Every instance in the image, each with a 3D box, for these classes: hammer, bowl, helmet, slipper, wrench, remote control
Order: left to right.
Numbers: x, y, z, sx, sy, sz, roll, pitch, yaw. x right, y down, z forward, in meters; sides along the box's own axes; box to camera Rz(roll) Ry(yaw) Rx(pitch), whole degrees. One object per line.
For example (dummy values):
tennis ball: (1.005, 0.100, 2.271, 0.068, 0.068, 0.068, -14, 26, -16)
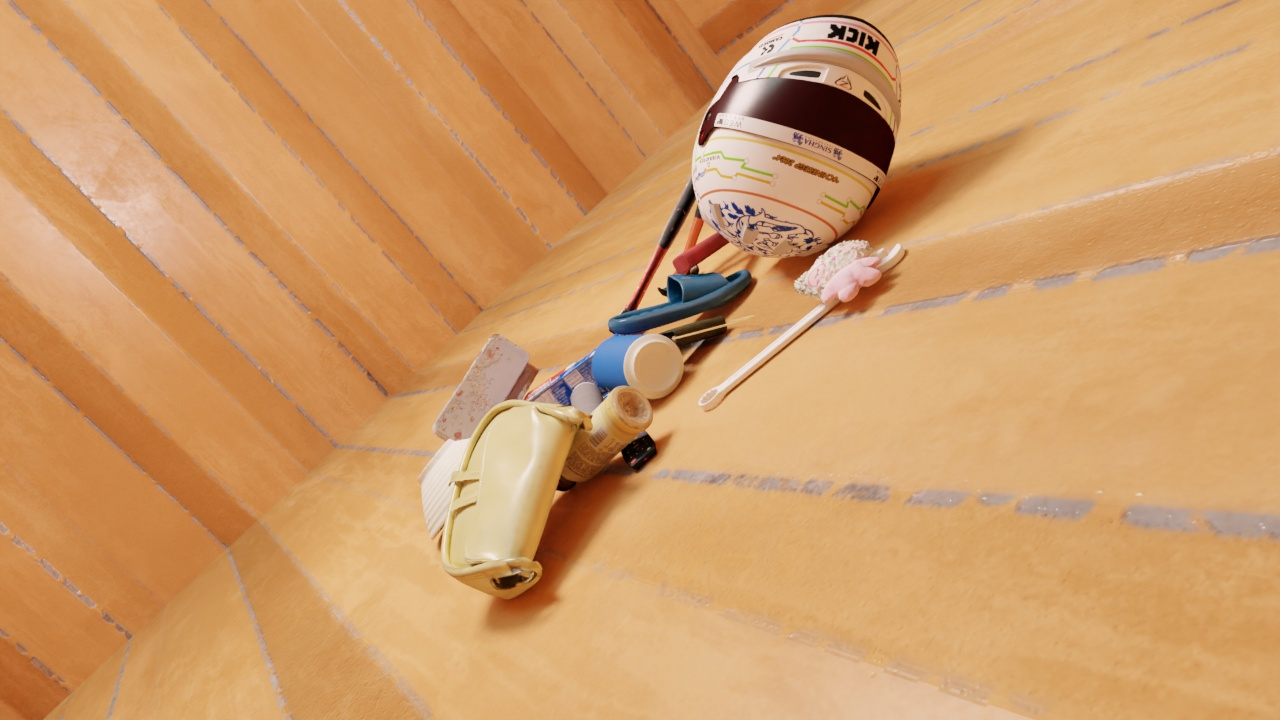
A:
bowl: (-0.263, 0.160, 1.286, 0.177, 0.071, 0.177, -53, 2, 3)
remote control: (-0.006, 0.095, 1.046, 0.039, 0.010, 0.124, -41, 15, -1)
hammer: (0.035, -0.175, 1.423, 0.327, 0.036, 0.140, -62, 1, 18)
slipper: (0.054, -0.087, 1.246, 0.213, 0.059, 0.104, -21, 12, -14)
hammer: (0.091, -0.227, 1.353, 0.132, 0.033, 0.334, -52, -16, -48)
hammer: (0.137, -0.192, 1.354, 0.126, 0.036, 0.314, -25, 8, 39)
helmet: (0.182, -0.246, 1.129, 0.315, 0.231, 0.235, 146, 143, -77)
wrench: (0.171, -0.035, 0.988, 0.273, 0.009, 0.047, -39, 15, 5)

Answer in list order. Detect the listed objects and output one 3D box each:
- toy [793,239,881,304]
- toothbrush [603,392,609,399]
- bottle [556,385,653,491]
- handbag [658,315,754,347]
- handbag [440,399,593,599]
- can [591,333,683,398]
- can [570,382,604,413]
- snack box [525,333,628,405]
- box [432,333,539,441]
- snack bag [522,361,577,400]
toy: (0.211, -0.093, 0.963, 0.096, 0.041, 0.109, -38, 21, 5)
toothbrush: (-0.071, 0.062, 1.267, 0.132, 0.016, 0.021, -23, 12, 11)
bottle: (-0.052, 0.094, 1.043, 0.163, 0.056, 0.056, -45, 9, 38)
handbag: (0.087, -0.038, 1.111, 0.084, 0.027, 0.178, -17, 2, -21)
handbag: (-0.138, 0.141, 0.978, 0.191, 0.088, 0.232, -32, 34, 49)
can: (-0.007, 0.007, 1.170, 0.078, 0.079, 0.146, -45, 15, -15)
can: (-0.065, 0.068, 1.176, 0.044, 0.044, 0.106, -38, 25, 9)
snack box: (-0.098, 0.042, 1.320, 0.227, 0.059, 0.059, -36, 10, 20)
box: (-0.248, 0.073, 1.461, 0.215, 0.096, 0.105, -63, 0, -39)
snack bag: (-0.140, 0.054, 1.447, 0.116, 0.036, 0.076, -32, 17, 29)
